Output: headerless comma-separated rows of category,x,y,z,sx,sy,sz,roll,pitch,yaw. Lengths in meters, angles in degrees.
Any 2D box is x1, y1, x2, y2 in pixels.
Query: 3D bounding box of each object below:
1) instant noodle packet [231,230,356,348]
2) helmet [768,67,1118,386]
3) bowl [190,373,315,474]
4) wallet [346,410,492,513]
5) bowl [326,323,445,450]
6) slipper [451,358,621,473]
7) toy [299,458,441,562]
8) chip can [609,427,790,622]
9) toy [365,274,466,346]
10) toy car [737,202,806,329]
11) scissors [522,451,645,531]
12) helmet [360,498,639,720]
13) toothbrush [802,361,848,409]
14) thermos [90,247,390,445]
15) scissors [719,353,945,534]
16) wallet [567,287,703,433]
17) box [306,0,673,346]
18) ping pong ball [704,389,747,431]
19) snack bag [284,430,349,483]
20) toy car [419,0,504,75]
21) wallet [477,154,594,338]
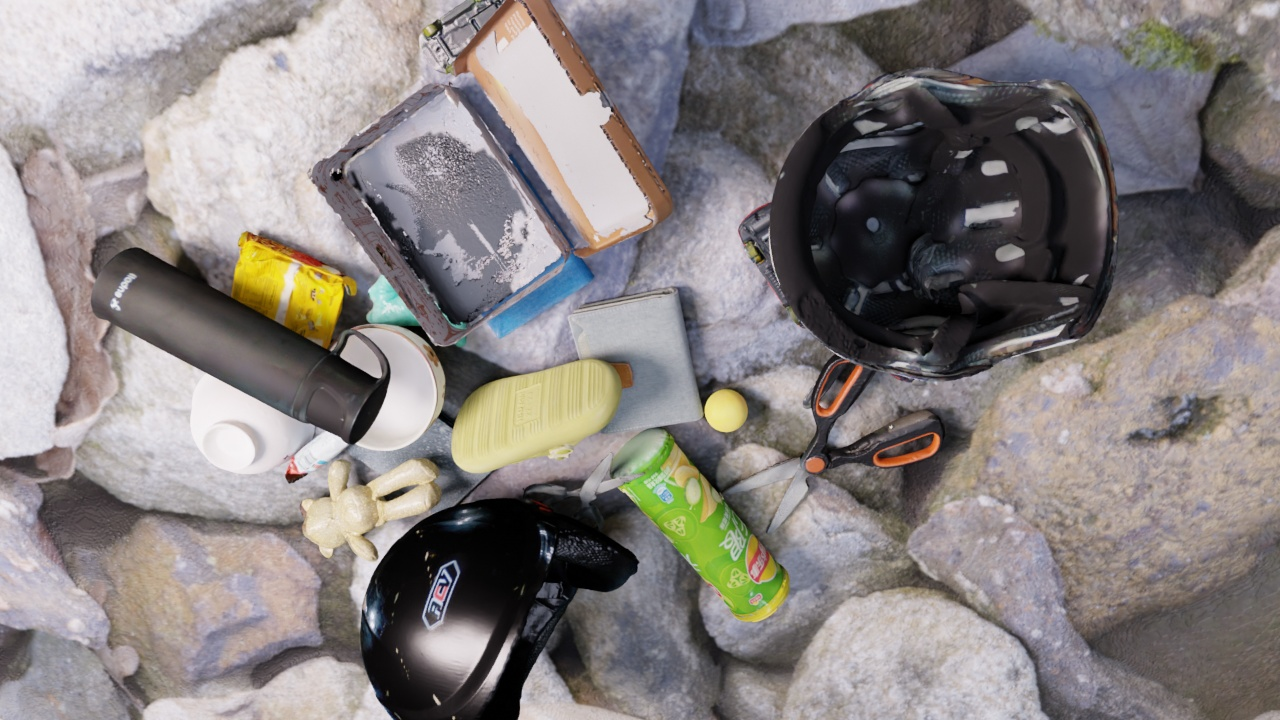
instant noodle packet,-0.322,-0.038,0.828,0.111,0.044,0.129,24,110,-3
helmet,0.218,-0.103,0.721,0.274,0.157,0.230,-10,95,-5
bowl,-0.376,0.066,0.866,0.118,0.064,0.118,0,115,0
wallet,-0.213,0.093,0.904,0.121,0.019,0.097,42,111,-18
bowl,-0.224,0.019,0.829,0.113,0.062,0.113,3,102,13
slipper,-0.088,0.061,0.838,0.191,0.091,0.081,-19,137,29
toy,-0.263,0.141,0.895,0.157,0.066,0.105,-23,87,20
chip can,0.059,0.161,0.902,0.073,0.072,0.221,-35,110,15
toy,-0.204,-0.055,0.826,0.092,0.030,0.096,-2,113,-1
toy car,0.132,-0.083,0.799,0.053,0.045,0.120,-31,106,16
scissors,-0.050,0.128,0.877,0.163,0.014,0.166,2,140,25
helmet,-0.144,0.241,0.844,0.230,0.233,0.275,18,156,8
toothbrush,0.204,-0.023,0.844,0.015,0.018,0.181,25,115,-19
thermos,-0.330,-0.020,0.779,0.242,0.068,0.090,27,79,1
scissors,0.182,0.080,0.889,0.221,0.021,0.225,-6,120,5
wallet,-0.005,0.005,0.848,0.106,0.037,0.130,-11,114,5
box,-0.109,-0.137,0.701,0.273,0.130,0.179,-26,104,34
ping pong ball,0.081,0.047,0.864,0.040,0.040,0.040,0,115,0
snack bag,-0.300,0.081,0.880,0.105,0.045,0.026,-35,87,22
toy car,-0.131,-0.262,0.724,0.090,0.035,0.042,-28,110,14
wallet,-0.119,-0.097,0.802,0.106,0.040,0.133,-31,110,10
